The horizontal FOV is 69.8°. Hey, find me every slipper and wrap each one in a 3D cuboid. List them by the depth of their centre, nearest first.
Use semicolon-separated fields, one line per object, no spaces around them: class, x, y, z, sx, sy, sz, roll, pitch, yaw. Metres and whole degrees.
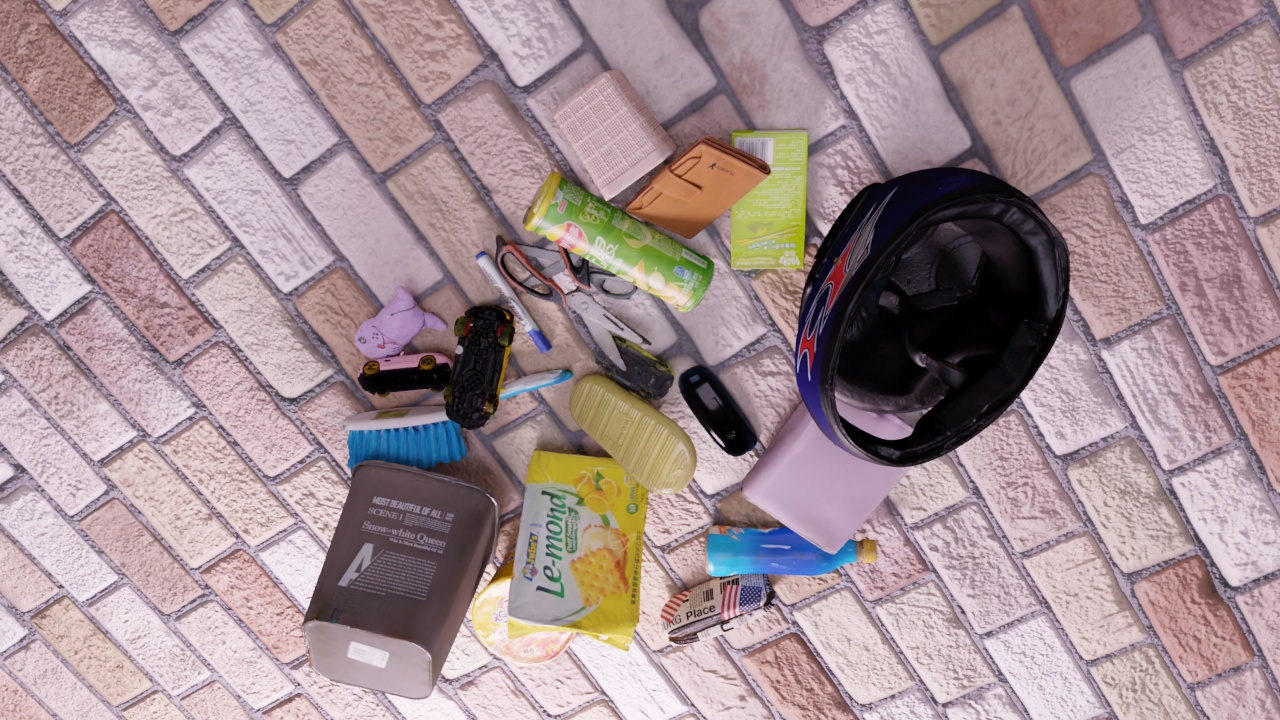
slipper;-0.001;0.082;1.137;0.190;0.081;0.092;36;116;20

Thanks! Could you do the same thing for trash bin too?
trash bin;-0.299;0.274;1.137;0.199;0.219;0.199;13;134;0

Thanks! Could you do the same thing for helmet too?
helmet;0.279;-0.046;0.957;0.247;0.240;0.315;38;89;-8

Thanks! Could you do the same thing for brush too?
brush;-0.234;0.078;1.173;0.314;0.060;0.109;-5;107;5

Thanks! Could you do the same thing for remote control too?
remote control;0.097;0.067;1.147;0.053;0.024;0.136;-33;105;16

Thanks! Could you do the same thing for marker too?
marker;-0.155;-0.070;1.120;0.017;0.016;0.146;-29;108;15

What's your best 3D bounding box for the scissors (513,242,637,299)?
scissors;-0.082;-0.122;1.097;0.181;0.014;0.160;28;112;-4

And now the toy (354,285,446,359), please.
toy;-0.305;-0.038;1.140;0.108;0.039;0.084;-37;125;16

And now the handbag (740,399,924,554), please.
handbag;0.234;0.116;1.113;0.145;0.098;0.197;31;112;-8

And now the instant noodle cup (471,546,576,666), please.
instant noodle cup;-0.145;0.316;1.224;0.138;0.109;0.138;2;111;5

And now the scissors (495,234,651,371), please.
scissors;-0.080;-0.087;1.094;0.190;0.015;0.222;3;109;10

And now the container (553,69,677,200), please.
container;-0.029;-0.249;1.002;0.090;0.089;0.111;-33;102;16

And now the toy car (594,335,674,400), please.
toy car;-0.007;0.007;1.131;0.105;0.032;0.048;30;111;6

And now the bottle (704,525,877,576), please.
bottle;0.193;0.247;1.186;0.219;0.065;0.065;-1;111;6

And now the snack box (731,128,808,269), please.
snack box;0.146;-0.182;1.043;0.086;0.026;0.156;0;111;6

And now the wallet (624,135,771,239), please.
wallet;0.061;-0.188;1.001;0.107;0.031;0.132;15;143;-38

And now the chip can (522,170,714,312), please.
chip can;-0.020;-0.131;1.038;0.221;0.072;0.073;27;112;-16

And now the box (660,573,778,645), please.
box;0.099;0.326;1.228;0.164;0.074;0.081;-23;98;16

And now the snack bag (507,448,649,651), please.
snack bag;-0.072;0.228;1.139;0.158;0.246;0.068;5;152;2

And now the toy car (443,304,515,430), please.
toy car;-0.199;0.008;1.127;0.071;0.041;0.156;12;94;8

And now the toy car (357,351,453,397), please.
toy car;-0.294;0.015;1.154;0.122;0.037;0.056;-6;138;3
